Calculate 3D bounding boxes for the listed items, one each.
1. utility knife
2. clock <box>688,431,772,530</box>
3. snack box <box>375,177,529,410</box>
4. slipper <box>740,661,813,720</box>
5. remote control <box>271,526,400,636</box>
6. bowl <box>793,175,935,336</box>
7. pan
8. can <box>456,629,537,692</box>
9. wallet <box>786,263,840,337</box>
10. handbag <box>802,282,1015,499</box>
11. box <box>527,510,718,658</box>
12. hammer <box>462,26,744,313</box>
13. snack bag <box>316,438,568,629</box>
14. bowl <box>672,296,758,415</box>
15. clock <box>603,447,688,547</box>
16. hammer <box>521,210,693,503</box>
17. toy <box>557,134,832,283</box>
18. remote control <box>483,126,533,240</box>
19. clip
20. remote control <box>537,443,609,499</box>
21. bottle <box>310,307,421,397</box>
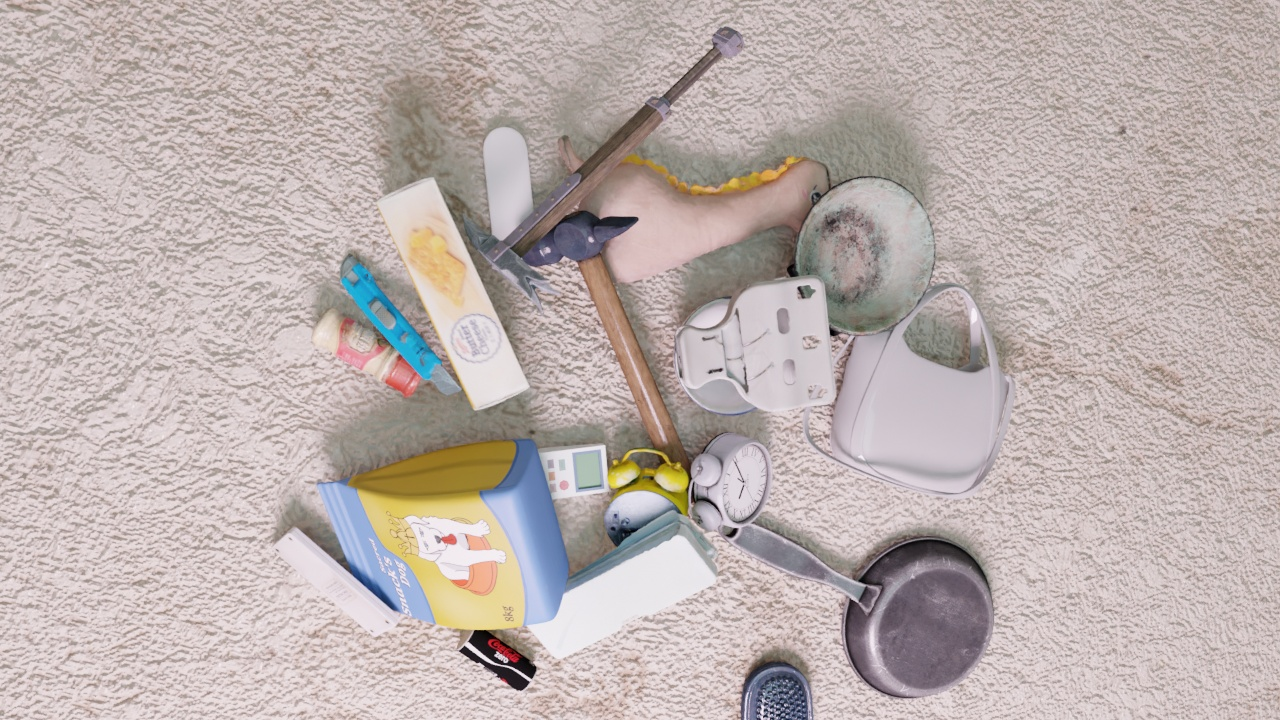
[{"bbox_3d":[-0.229,-0.031,0.863,0.178,0.015,0.031,46,101,11],"label":"utility knife"},{"bbox_3d":[0.088,0.124,0.924,0.122,0.035,0.094,-14,107,-47],"label":"clock"},{"bbox_3d":[-0.174,-0.060,0.855,0.057,0.104,0.208,-25,99,-8],"label":"snack box"},{"bbox_3d":[0.157,0.458,0.975,0.101,0.082,0.263,-7,95,-8],"label":"slipper"},{"bbox_3d":[-0.294,0.215,0.887,0.136,0.050,0.011,45,43,-11],"label":"remote control"},{"bbox_3d":[0.218,-0.105,0.925,0.157,0.038,0.157,-3,100,-16],"label":"bowl"},{"bbox_3d":[0.239,0.251,0.995,0.356,0.055,0.187,27,89,-16],"label":"pan"},{"bbox_3d":[-0.144,0.301,0.928,0.080,0.031,0.031,38,87,-11],"label":"can"},{"bbox_3d":[0.221,-0.089,0.968,0.115,0.026,0.089,-32,100,-8],"label":"wallet"},{"bbox_3d":[0.294,0.022,0.959,0.215,0.096,0.222,17,89,-14],"label":"handbag"},{"bbox_3d":[-0.022,0.222,0.896,0.199,0.066,0.083,-33,130,19],"label":"box"},{"bbox_3d":[-0.024,-0.196,0.839,0.316,0.147,0.028,-45,145,-7],"label":"hammer"},{"bbox_3d":[-0.186,0.168,0.863,0.205,0.102,0.159,-7,116,10],"label":"snack bag"},{"bbox_3d":[0.085,-0.006,0.931,0.118,0.062,0.118,-1,95,-11],"label":"bowl"},{"bbox_3d":[0.008,0.141,0.913,0.083,0.057,0.119,2,115,12],"label":"clock"},{"bbox_3d":[-0.005,0.005,0.902,0.040,0.130,0.322,-44,118,-45],"label":"hammer"},{"bbox_3d":[0.064,-0.171,0.914,0.264,0.065,0.196,-24,102,-10],"label":"toy"},{"bbox_3d":[-0.128,-0.160,0.902,0.043,0.013,0.136,-6,96,-10],"label":"remote control"},{"bbox_3d":[0.106,-0.013,0.883,0.152,0.096,0.126,-7,95,11],"label":"clip"},{"bbox_3d":[-0.106,0.115,0.923,0.143,0.024,0.049,-6,100,-9],"label":"remote control"},{"bbox_3d":[-0.258,-0.008,0.875,0.109,0.044,0.044,31,88,-11],"label":"bottle"}]
